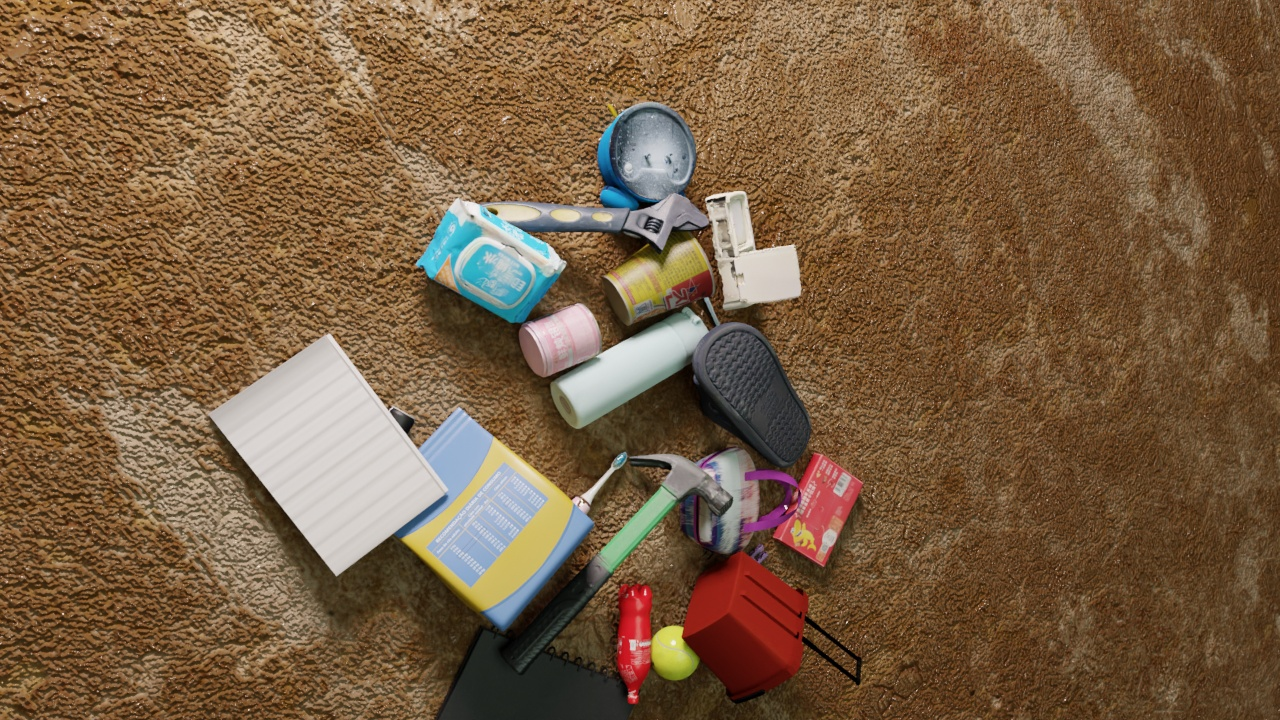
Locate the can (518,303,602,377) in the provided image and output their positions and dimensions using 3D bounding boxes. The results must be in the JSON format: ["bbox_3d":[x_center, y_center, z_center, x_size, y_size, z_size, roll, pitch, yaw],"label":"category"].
[{"bbox_3d":[-0.093,-0.024,1.063,0.076,0.067,0.067,-23,102,-25],"label":"can"}]

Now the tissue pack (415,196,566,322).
[{"bbox_3d":[-0.161,-0.107,1.013,0.144,0.061,0.093,29,107,-26],"label":"tissue pack"}]

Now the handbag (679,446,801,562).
[{"bbox_3d":[0.139,0.184,1.200,0.169,0.068,0.144,0,91,-33],"label":"handbag"}]

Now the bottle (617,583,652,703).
[{"bbox_3d":[-0.008,0.349,1.131,0.041,0.042,0.141,5,83,-27],"label":"bottle"}]

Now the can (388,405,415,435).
[{"bbox_3d":[-0.278,0.091,0.995,0.031,0.032,0.080,34,77,-24],"label":"can"}]

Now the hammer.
[{"bbox_3d":[-0.041,0.238,1.085,0.130,0.032,0.318,39,74,21],"label":"hammer"}]

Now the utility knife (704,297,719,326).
[{"bbox_3d":[0.070,-0.106,1.172,0.022,0.015,0.158,-46,116,-52],"label":"utility knife"}]

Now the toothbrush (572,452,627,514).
[{"bbox_3d":[-0.089,0.193,1.099,0.027,0.027,0.222,40,73,5],"label":"toothbrush"}]

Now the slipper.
[{"bbox_3d":[0.133,0.041,1.181,0.110,0.083,0.268,-57,133,-16],"label":"slipper"}]

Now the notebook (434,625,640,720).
[{"bbox_3d":[-0.125,0.428,1.097,0.231,0.019,0.169,30,80,-25],"label":"notebook"}]

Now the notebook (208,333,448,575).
[{"bbox_3d":[-0.322,0.097,0.959,0.142,0.009,0.210,-37,97,-15],"label":"notebook"}]

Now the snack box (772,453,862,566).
[{"bbox_3d":[0.248,0.207,1.272,0.089,0.021,0.132,34,78,-24],"label":"snack box"}]

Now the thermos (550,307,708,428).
[{"bbox_3d":[-0.007,0.006,1.110,0.206,0.065,0.078,-30,143,-23],"label":"thermos"}]

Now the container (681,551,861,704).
[{"bbox_3d":[0.162,0.354,1.154,0.201,0.127,0.147,43,32,-11],"label":"container"}]

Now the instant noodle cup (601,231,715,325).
[{"bbox_3d":[0.018,-0.095,1.107,0.112,0.100,0.100,-31,106,-14],"label":"instant noodle cup"}]

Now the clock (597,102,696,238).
[{"bbox_3d":[0.004,-0.229,1.108,0.116,0.060,0.161,-1,94,-28],"label":"clock"}]

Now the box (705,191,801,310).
[{"bbox_3d":[0.136,-0.134,1.112,0.101,0.186,0.145,-10,102,7],"label":"box"}]

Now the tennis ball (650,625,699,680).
[{"bbox_3d":[0.043,0.367,1.152,0.065,0.065,0.065,-1,93,-27],"label":"tennis ball"}]

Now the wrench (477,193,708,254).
[{"bbox_3d":[-0.056,-0.163,1.053,0.273,0.022,0.073,2,73,-7],"label":"wrench"}]

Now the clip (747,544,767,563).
[{"bbox_3d":[0.149,0.267,1.231,0.052,0.013,0.036,-39,109,-22],"label":"clip"}]

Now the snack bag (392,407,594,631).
[{"bbox_3d":[-0.178,0.174,1.020,0.205,0.102,0.158,41,73,2],"label":"snack bag"}]
